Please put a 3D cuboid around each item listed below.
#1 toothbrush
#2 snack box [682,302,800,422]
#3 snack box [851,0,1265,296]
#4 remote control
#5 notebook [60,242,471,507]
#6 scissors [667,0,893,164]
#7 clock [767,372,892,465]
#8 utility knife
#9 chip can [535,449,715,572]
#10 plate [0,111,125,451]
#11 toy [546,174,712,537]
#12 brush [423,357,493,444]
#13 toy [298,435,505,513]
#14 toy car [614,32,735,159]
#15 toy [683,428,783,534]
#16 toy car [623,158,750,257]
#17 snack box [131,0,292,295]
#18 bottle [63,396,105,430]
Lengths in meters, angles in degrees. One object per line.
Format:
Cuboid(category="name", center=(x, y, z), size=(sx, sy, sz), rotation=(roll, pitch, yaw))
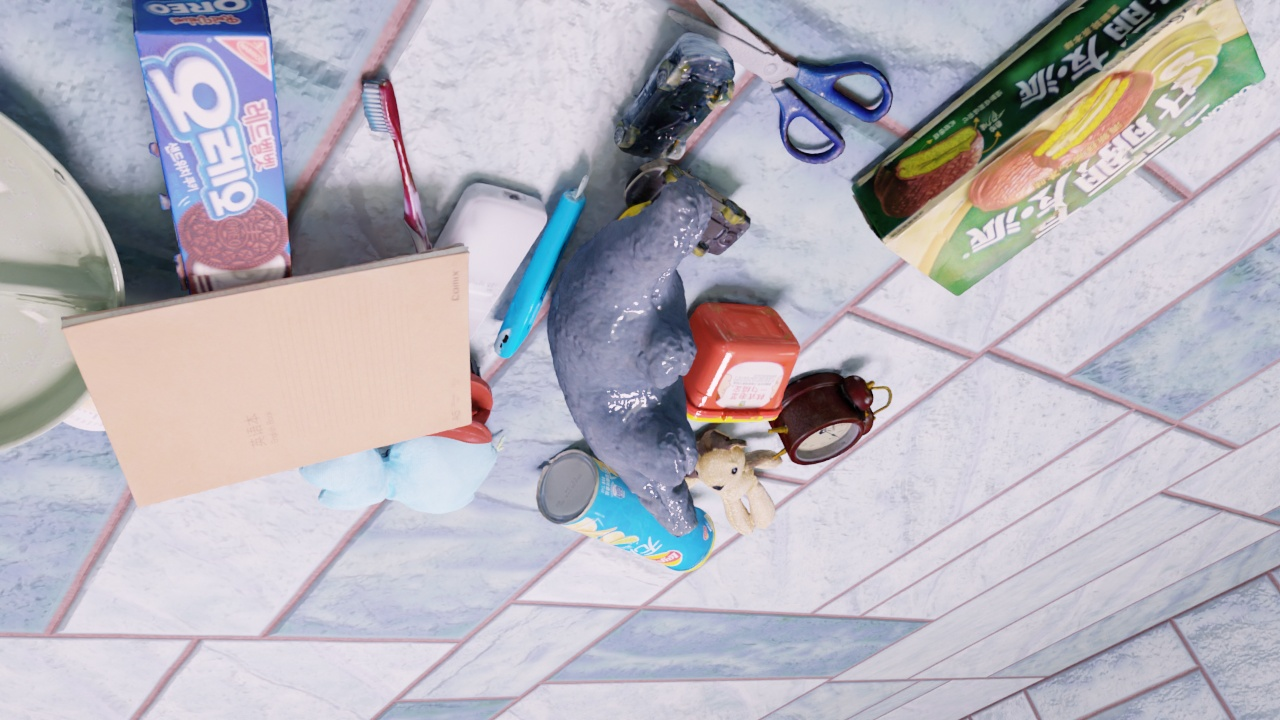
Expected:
Cuboid(category="toothbrush", center=(-0.137, -0.080, 0.545), size=(0.017, 0.016, 0.188), rotation=(4, 136, 5))
Cuboid(category="snack box", center=(0.073, 0.002, 0.720), size=(0.091, 0.082, 0.080), rotation=(2, 131, -28))
Cuboid(category="snack box", center=(0.271, -0.151, 0.610), size=(0.241, 0.063, 0.114), rotation=(-39, 141, 27))
Cuboid(category="remote control", center=(-0.113, -0.060, 0.601), size=(0.055, 0.020, 0.136), rotation=(9, 137, -34))
Cuboid(category="notebook", center=(-0.203, 0.011, 0.548), size=(0.211, 0.012, 0.150), rotation=(-14, 137, -22))
Cuboid(category="scissors", center=(0.091, -0.176, 0.541), size=(0.126, 0.012, 0.173), rotation=(-22, 144, 9))
Cuboid(category="clock", center=(0.175, 0.051, 0.851), size=(0.122, 0.055, 0.082), rotation=(-21, 145, 1))
Cuboid(category="utility knife", center=(-0.064, -0.063, 0.611), size=(0.018, 0.034, 0.161), rotation=(33, 132, 2))
Cuboid(category="chip can", center=(-0.008, 0.150, 0.891), size=(0.071, 0.071, 0.210), rotation=(-32, 143, 19))
Cuboid(category="plate", center=(-0.377, -0.045, 0.446), size=(0.230, 0.027, 0.231), rotation=(-8, 125, -12))
Cuboid(category="toy", center=(-0.004, 0.004, 0.634), size=(0.091, 0.138, 0.357), rotation=(-37, 145, -26))
Cuboid(category="brush", center=(-0.167, 0.022, 0.646), size=(0.145, 0.069, 0.063), rotation=(18, 132, -41))
Cuboid(category="toy", center=(-0.183, 0.085, 0.741), size=(0.156, 0.049, 0.162), rotation=(-20, 145, -13))
Cuboid(category="toy car", center=(0.018, -0.149, 0.526), size=(0.043, 0.034, 0.091), rotation=(3, 154, -28))
Cuboid(category="toy", center=(0.091, 0.123, 0.903), size=(0.105, 0.066, 0.157), rotation=(-10, 141, 19))
Cuboid(category="toy car", center=(0.029, -0.101, 0.596), size=(0.090, 0.035, 0.042), rotation=(22, 127, -36))
Cuboid(category="snack box", center=(-0.215, -0.096, 0.474), size=(0.058, 0.057, 0.208), rotation=(-7, 143, -21))
Cuboid(category="bottle", center=(-0.329, 0.014, 0.567), size=(0.063, 0.063, 0.108), rotation=(-36, 141, 24))
